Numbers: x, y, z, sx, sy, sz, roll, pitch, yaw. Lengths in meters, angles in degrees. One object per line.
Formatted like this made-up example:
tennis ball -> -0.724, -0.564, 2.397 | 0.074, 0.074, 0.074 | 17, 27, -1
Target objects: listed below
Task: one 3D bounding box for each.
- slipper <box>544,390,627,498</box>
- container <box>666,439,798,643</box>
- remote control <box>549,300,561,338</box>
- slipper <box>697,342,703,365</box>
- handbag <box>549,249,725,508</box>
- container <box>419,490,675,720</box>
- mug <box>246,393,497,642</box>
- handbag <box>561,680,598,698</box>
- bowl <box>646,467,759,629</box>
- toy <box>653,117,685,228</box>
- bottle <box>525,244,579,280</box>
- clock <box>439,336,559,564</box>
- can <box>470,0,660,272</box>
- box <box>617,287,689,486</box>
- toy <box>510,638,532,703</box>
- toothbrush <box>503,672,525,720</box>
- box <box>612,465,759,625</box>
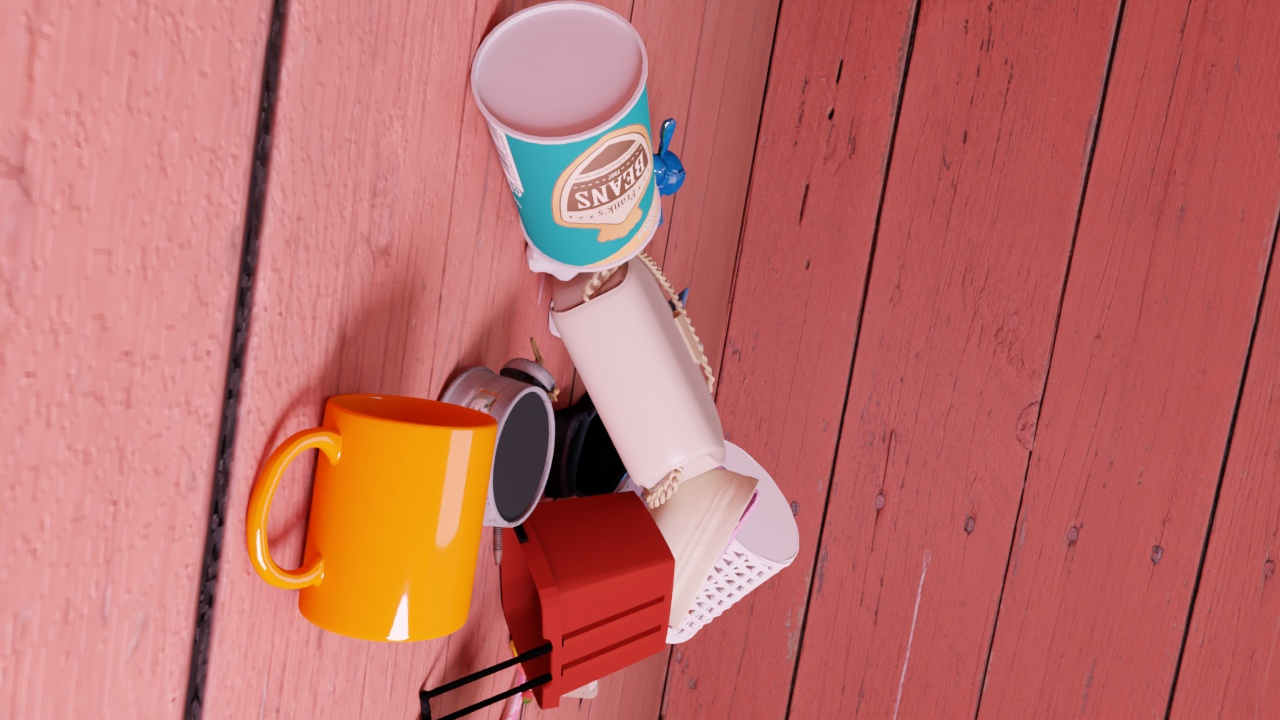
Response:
slipper -> -0.033, 0.090, 0.933 | 0.265, 0.083, 0.109 | -10, 108, -85
container -> 0.066, 0.220, 1.136 | 0.187, 0.189, 0.188 | -44, -171, 27
remote control -> -0.062, -0.033, 0.835 | 0.131, 0.012, 0.033 | 30, 63, -81
slipper -> 0.037, 0.094, 1.007 | 0.104, 0.074, 0.245 | 85, 21, -75
handbag -> -0.004, 0.004, 0.778 | 0.210, 0.103, 0.208 | 64, 9, -7
container -> -0.083, 0.190, 0.709 | 0.127, 0.200, 0.148 | -126, -148, -47
mug -> -0.122, 0.069, 0.412 | 0.112, 0.078, 0.096 | 4, 97, -53
handbag -> -0.070, 0.246, 1.028 | 0.176, 0.062, 0.197 | 91, 4, -47
bowl -> 0.038, 0.154, 0.819 | 0.150, 0.075, 0.151 | -58, 171, -15
toy -> 0.010, -0.191, 0.957 | 0.176, 0.071, 0.113 | -28, 116, -79
bottle -> -0.051, -0.130, 0.695 | 0.044, 0.044, 0.136 | 73, 29, -71
clock -> -0.092, 0.046, 0.597 | 0.104, 0.056, 0.147 | 72, 33, -54
can -> -0.041, -0.134, 0.577 | 0.144, 0.099, 0.099 | 80, 22, -66
box -> -0.002, 0.034, 1.106 | 0.175, 0.060, 0.231 | 101, 7, -72
toy -> -0.097, 0.250, 0.829 | 0.084, 0.046, 0.103 | -91, 179, -69
toothbrush -> -0.118, 0.320, 0.873 | 0.022, 0.016, 0.134 | 88, 15, -54
box -> 0.020, 0.164, 0.900 | 0.201, 0.111, 0.101 | -48, 150, -21
